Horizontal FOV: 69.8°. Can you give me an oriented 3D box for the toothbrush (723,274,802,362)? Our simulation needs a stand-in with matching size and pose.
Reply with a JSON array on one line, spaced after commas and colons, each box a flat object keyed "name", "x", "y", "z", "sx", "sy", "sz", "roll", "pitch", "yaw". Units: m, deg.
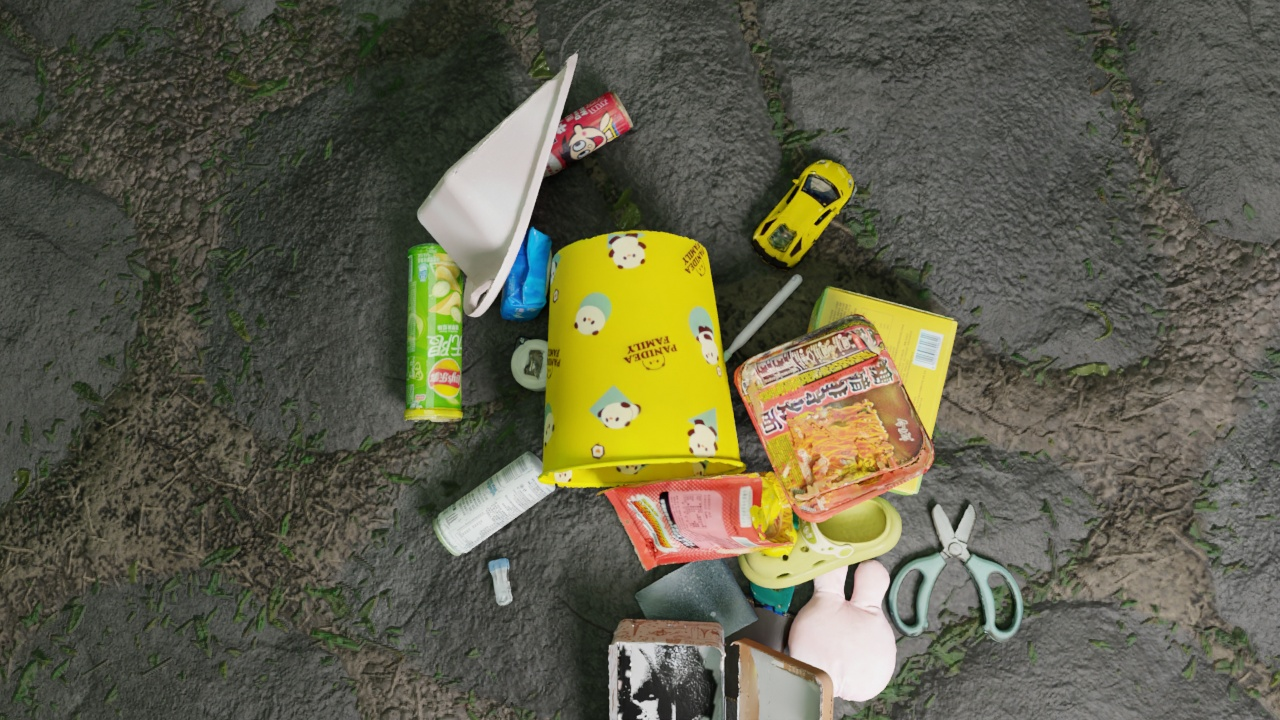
[{"name": "toothbrush", "x": 0.134, "y": -0.033, "z": 1.121, "sx": 0.189, "sy": 0.021, "sz": 0.029, "roll": -48, "pitch": 48, "yaw": -2}]

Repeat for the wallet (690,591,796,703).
[{"name": "wallet", "x": 0.118, "y": 0.338, "z": 1.078, "sx": 0.096, "sy": 0.020, "sz": 0.122, "roll": 20, "pitch": 87, "yaw": 13}]

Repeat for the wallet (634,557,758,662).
[{"name": "wallet", "x": 0.063, "y": 0.290, "z": 1.081, "sx": 0.121, "sy": 0.019, "sz": 0.097, "roll": -32, "pitch": 75, "yaw": 11}]

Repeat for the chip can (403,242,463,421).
[{"name": "chip can", "x": -0.256, "y": -0.035, "z": 1.141, "sx": 0.072, "sy": 0.072, "sz": 0.221, "roll": -1, "pitch": 83, "yaw": 6}]

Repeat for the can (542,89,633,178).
[{"name": "can", "x": -0.079, "y": -0.285, "z": 1.159, "sx": 0.133, "sy": 0.053, "sz": 0.053, "roll": -30, "pitch": 81, "yaw": 2}]

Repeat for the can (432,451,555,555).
[{"name": "can", "x": -0.177, "y": 0.174, "z": 1.113, "sx": 0.147, "sy": 0.058, "sz": 0.058, "roll": -36, "pitch": 80, "yaw": 2}]

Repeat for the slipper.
[{"name": "slipper", "x": 0.199, "y": 0.191, "z": 1.043, "sx": 0.190, "sy": 0.082, "sz": 0.091, "roll": -16, "pitch": 46, "yaw": 6}]

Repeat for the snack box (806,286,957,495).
[{"name": "snack box", "x": 0.259, "y": 0.037, "z": 1.063, "sx": 0.158, "sy": 0.070, "sz": 0.210, "roll": 15, "pitch": 82, "yaw": 5}]

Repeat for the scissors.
[{"name": "scissors", "x": 0.350, "y": 0.257, "z": 1.061, "sx": 0.179, "sy": 0.019, "sz": 0.172, "roll": -25, "pitch": 82, "yaw": 4}]

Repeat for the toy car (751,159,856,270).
[{"name": "toy car", "x": 0.199, "y": -0.181, "z": 1.121, "sx": 0.071, "sy": 0.041, "sz": 0.156, "roll": 40, "pitch": 88, "yaw": 9}]

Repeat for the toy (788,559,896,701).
[{"name": "toy", "x": 0.235, "y": 0.304, "z": 1.051, "sx": 0.121, "sy": 0.054, "sz": 0.159, "roll": 12, "pitch": 76, "yaw": 5}]

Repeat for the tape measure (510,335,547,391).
[{"name": "tape measure", "x": -0.126, "y": 0.005, "z": 1.140, "sx": 0.066, "sy": 0.033, "sz": 0.066, "roll": 8, "pitch": 84, "yaw": 9}]

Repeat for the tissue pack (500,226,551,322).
[{"name": "tissue pack", "x": -0.136, "y": -0.100, "z": 1.095, "sx": 0.052, "sy": 0.157, "sz": 0.095, "roll": 6, "pitch": 83, "yaw": -10}]

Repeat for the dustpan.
[{"name": "dustpan", "x": -0.147, "y": -0.190, "z": 1.072, "sx": 0.139, "sy": 0.223, "sz": 0.272, "roll": 47, "pitch": 70, "yaw": -12}]

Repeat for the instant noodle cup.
[{"name": "instant noodle cup", "x": 0.205, "y": 0.063, "z": 0.984, "sx": 0.164, "sy": 0.079, "sz": 0.188, "roll": -22, "pitch": 79, "yaw": -1}]

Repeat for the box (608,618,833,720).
[{"name": "box", "x": 0.085, "y": 0.392, "z": 1.005, "sx": 0.274, "sy": 0.124, "sz": 0.179, "roll": 3, "pitch": 96, "yaw": 28}]

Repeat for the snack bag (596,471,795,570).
[{"name": "snack bag", "x": 0.062, "y": 0.179, "z": 1.031, "sx": 0.208, "sy": 0.073, "sz": 0.128, "roll": -14, "pitch": 119, "yaw": 34}]

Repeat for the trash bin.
[{"name": "trash bin", "x": -0.006, "y": 0.006, "z": 1.039, "sx": 0.230, "sy": 0.229, "sz": 0.255, "roll": -5, "pitch": 77, "yaw": 6}]

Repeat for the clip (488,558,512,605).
[{"name": "clip", "x": -0.171, "y": 0.271, "z": 1.121, "sx": 0.025, "sy": 0.029, "sz": 0.057, "roll": -12, "pitch": 76, "yaw": 3}]

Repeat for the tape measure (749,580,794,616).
[{"name": "tape measure", "x": 0.154, "y": 0.263, "z": 1.069, "sx": 0.054, "sy": 0.025, "sz": 0.058, "roll": 17, "pitch": 55, "yaw": 12}]
